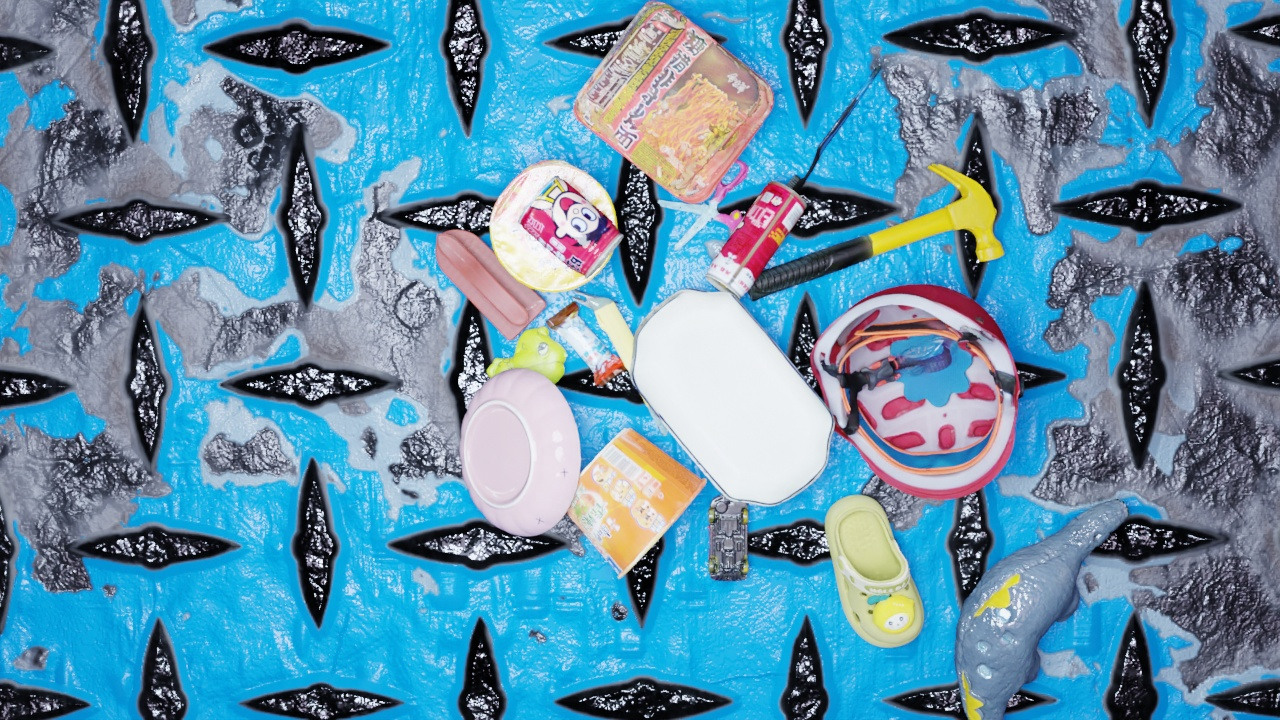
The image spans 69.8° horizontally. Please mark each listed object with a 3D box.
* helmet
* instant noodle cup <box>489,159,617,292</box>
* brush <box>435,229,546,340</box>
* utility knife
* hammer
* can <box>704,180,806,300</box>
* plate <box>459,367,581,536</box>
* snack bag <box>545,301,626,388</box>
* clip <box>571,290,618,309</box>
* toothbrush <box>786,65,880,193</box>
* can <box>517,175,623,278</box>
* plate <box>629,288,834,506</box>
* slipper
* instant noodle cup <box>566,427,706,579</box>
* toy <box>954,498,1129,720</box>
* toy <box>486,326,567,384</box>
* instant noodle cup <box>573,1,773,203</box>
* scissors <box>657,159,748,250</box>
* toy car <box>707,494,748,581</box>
[{"bbox_3d":[0.318,0.020,1.026,0.207,0.143,0.240,-16,107,32],"label":"helmet"},{"bbox_3d":[-0.092,-0.146,1.041,0.138,0.109,0.138,0,95,1],"label":"instant noodle cup"},{"bbox_3d":[-0.181,-0.095,1.066,0.063,0.069,0.146,-44,92,2],"label":"brush"},{"bbox_3d":[-0.006,0.006,1.085,0.031,0.020,0.190,-30,100,-10],"label":"utility knife"},{"bbox_3d":[0.267,-0.134,1.074,0.301,0.033,0.129,-20,93,2],"label":"hammer"},{"bbox_3d":[0.131,-0.136,1.049,0.053,0.053,0.132,35,88,-2],"label":"can"},{"bbox_3d":[-0.148,0.105,1.038,0.193,0.039,0.192,1,91,41],"label":"plate"},{"bbox_3d":[-0.064,-0.019,1.091,0.048,0.026,0.104,-38,94,-12],"label":"snack bag"},{"bbox_3d":[-0.055,-0.069,1.089,0.058,0.026,0.043,20,102,3],"label":"clip"},{"bbox_3d":[0.223,-0.267,1.075,0.016,0.014,0.189,36,94,22],"label":"toothbrush"},{"bbox_3d":[-0.071,-0.137,0.952,0.094,0.066,0.066,41,94,-3],"label":"can"},{"bbox_3d":[0.104,0.040,1.053,0.162,0.034,0.265,-42,83,17],"label":"plate"},{"bbox_3d":[0.275,0.254,1.081,0.092,0.081,0.190,-20,91,5],"label":"slipper"},{"bbox_3d":[-0.014,0.156,1.050,0.111,0.151,0.151,42,94,6],"label":"instant noodle cup"},{"bbox_3d":[0.447,0.305,1.077,0.138,0.091,0.356,25,96,-13],"label":"toy"},{"bbox_3d":[-0.132,0.012,1.093,0.100,0.031,0.096,-12,94,6],"label":"toy"},{"bbox_3d":[0.040,-0.288,1.043,0.189,0.079,0.164,39,94,-1],"label":"instant noodle cup"},{"bbox_3d":[0.087,-0.183,1.081,0.133,0.017,0.130,11,95,-1],"label":"scissors"},{"bbox_3d":[0.105,0.212,1.103,0.049,0.031,0.106,-1,95,0],"label":"toy car"}]
